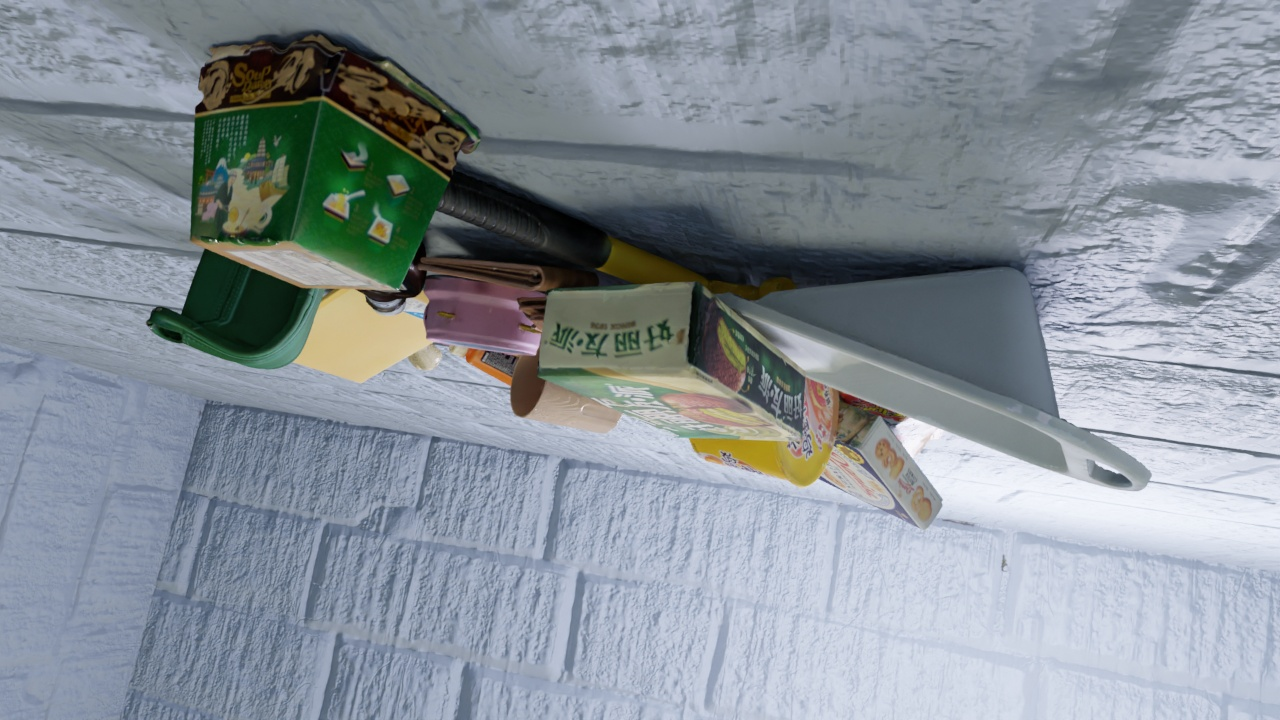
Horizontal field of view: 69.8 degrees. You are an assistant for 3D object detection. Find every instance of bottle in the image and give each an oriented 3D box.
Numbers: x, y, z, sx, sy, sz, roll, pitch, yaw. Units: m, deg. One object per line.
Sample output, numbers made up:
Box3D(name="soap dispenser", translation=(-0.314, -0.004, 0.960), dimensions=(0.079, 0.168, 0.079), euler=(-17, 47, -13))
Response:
Box3D(name="bottle", translation=(-0.225, -0.077, 0.796), dimensions=(0.080, 0.044, 0.195), euler=(13, 167, -9))
Box3D(name="bottle", translation=(-0.168, -0.009, 1.079), dimensions=(0.149, 0.066, 0.067), euler=(23, 165, -23))

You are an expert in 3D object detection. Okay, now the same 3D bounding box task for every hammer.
Box3D(name="hammer", translation=(-0.031, -0.078, 0.658), dimensions=(0.300, 0.032, 0.129), euler=(18, 165, -36))

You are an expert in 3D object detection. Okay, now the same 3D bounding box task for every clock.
Box3D(name="clock", translation=(-0.145, -0.039, 0.855), dimensions=(0.117, 0.060, 0.158), euler=(8, 178, -12))

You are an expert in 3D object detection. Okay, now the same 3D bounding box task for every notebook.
Box3D(name="notebook", translation=(-0.292, -0.033, 0.979), dimensions=(0.207, 0.010, 0.145), euler=(-25, 149, 31))

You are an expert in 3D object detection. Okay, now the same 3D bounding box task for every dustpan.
Box3D(name="dustpan", translation=(0.208, 0.031, 0.655), dimensions=(0.258, 0.142, 0.222), euler=(-9, 161, 25))

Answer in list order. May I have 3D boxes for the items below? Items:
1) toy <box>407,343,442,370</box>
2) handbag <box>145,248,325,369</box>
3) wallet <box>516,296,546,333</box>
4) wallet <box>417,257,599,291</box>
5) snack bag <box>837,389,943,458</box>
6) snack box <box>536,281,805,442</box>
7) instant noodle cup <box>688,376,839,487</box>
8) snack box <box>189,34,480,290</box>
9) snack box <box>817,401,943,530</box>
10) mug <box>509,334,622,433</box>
Box3D(name="toy", translation=(-0.293, -0.030, 1.057), dimensions=(0.105, 0.066, 0.157), euler=(23, 171, 37))
Box3D(name="handbag", translation=(-0.327, -0.062, 0.760), dimensions=(0.120, 0.131, 0.068), euler=(15, 165, -9))
Box3D(name="wallet", translation=(-0.031, -0.023, 0.751), dimensions=(0.119, 0.035, 0.130), euler=(4, 167, 23))
Box3D(name="wallet", translation=(-0.105, -0.070, 0.743), dimensions=(0.115, 0.020, 0.101), euler=(9, -175, 21))
Box3D(name="snack bag", translation=(0.273, 0.050, 0.984), dimensions=(0.129, 0.073, 0.208), euler=(8, 162, 16))
Box3D(name="snack box", translation=(0.035, 0.009, 0.676), dimensions=(0.115, 0.063, 0.240), euler=(0, 166, 26))
Box3D(name="instant noodle cup", translation=(0.117, 0.051, 0.903), dimensions=(0.110, 0.138, 0.138), euler=(2, 166, 37))
Box3D(name="snack box", translation=(-0.174, -0.097, 0.500), dimensions=(0.118, 0.105, 0.117), euler=(5, 169, 29))
Box3D(name="snack box", translation=(0.223, 0.099, 1.025), dimensions=(0.183, 0.045, 0.178), euler=(24, 163, 51))
Box3D(name="mug", translation=(-0.081, 0.017, 1.006), dimensions=(0.103, 0.124, 0.084), euler=(16, 129, -31))
